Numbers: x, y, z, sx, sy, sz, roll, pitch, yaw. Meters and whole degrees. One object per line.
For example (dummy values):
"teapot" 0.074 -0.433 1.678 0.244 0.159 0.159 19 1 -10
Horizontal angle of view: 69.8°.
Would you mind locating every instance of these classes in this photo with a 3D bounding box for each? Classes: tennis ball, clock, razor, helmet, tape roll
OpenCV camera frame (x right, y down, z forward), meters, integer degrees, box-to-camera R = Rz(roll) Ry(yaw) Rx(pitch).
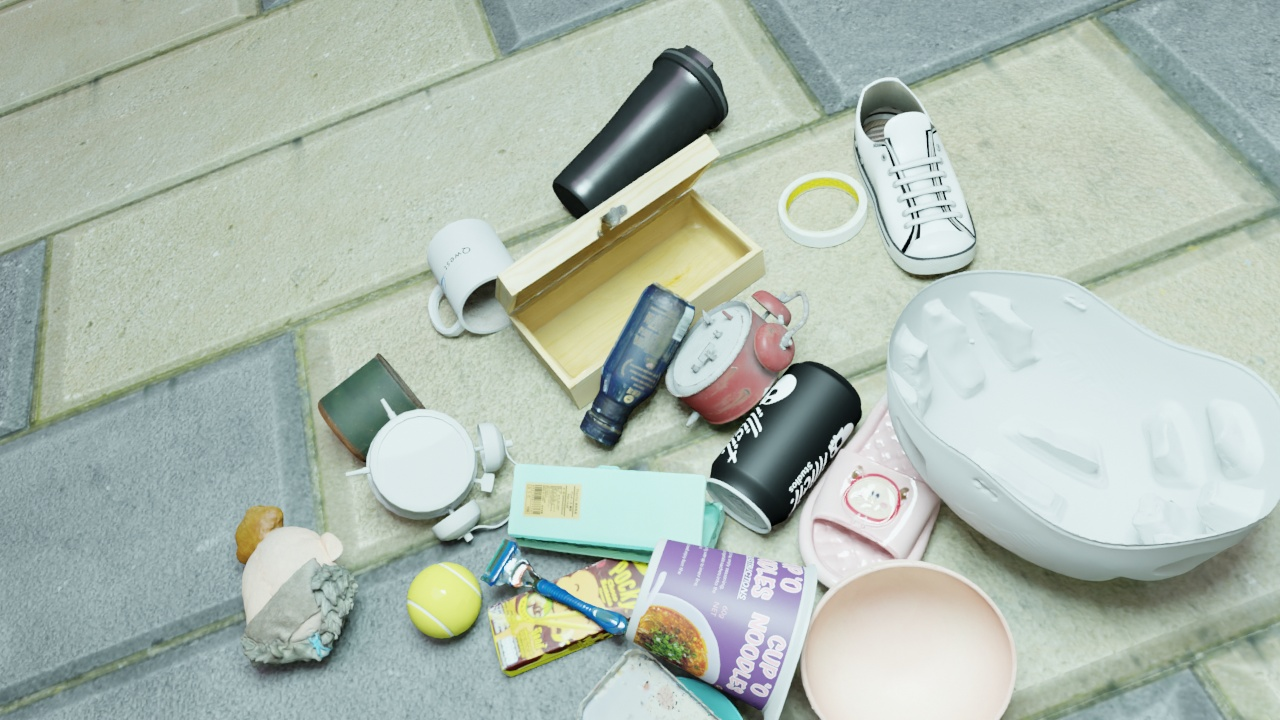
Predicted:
"tennis ball" -0.174 0.212 0.814 0.065 0.065 0.065 -7 57 10
"clock" -0.189 0.106 0.878 0.159 0.061 0.119 24 74 -8
"razor" -0.071 0.202 0.791 0.141 0.018 0.043 22 67 22
"helmet" 0.317 0.047 0.706 0.282 0.184 0.223 33 51 2
"tape roll" 0.197 -0.164 0.991 0.094 0.019 0.093 -7 57 10
"clock" 0.088 -0.013 0.849 0.157 0.062 0.109 -37 28 29

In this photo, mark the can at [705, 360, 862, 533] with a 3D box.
"can" 0.128 0.075 0.817 0.080 0.080 0.145 31 70 29

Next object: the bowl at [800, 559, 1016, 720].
"bowl" 0.197 0.217 0.697 0.153 0.076 0.153 0 93 9

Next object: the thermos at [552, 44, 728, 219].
"thermos" -0.002 -0.253 1.055 0.106 0.106 0.218 37 77 30

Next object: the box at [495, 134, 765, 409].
"box" -0.019 -0.100 0.943 0.248 0.184 0.142 -36 35 -11

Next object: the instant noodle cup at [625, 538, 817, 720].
"instant noodle cup" 0.057 0.202 0.708 0.122 0.122 0.136 18 45 6

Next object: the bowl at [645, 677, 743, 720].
"bowl" 0.029 0.313 0.710 0.121 0.046 0.121 -7 57 10

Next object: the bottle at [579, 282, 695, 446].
"bottle" -0.005 0.005 0.881 0.056 0.056 0.161 32 96 29

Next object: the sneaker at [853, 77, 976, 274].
"sneaker" 0.281 -0.203 0.947 0.091 0.097 0.245 -11 55 7

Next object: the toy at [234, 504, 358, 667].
"toy" -0.327 0.206 0.854 0.133 0.076 0.176 -44 59 3

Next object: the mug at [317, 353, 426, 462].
"mug" -0.277 0.047 0.945 0.081 0.085 0.111 -39 26 -10

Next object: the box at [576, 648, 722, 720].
"box" 0.025 0.326 0.653 0.216 0.043 0.150 34 74 30

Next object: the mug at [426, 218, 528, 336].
"mug" -0.189 -0.079 1.006 0.120 0.083 0.096 -47 54 18

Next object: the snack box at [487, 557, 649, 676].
"snack box" -0.057 0.219 0.804 0.149 0.026 0.061 -22 56 0

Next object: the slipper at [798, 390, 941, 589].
"slipper" 0.211 0.103 0.794 0.107 0.056 0.221 21 64 27

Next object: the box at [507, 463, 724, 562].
"box" -0.028 0.126 0.801 0.189 0.080 0.077 3 39 24
